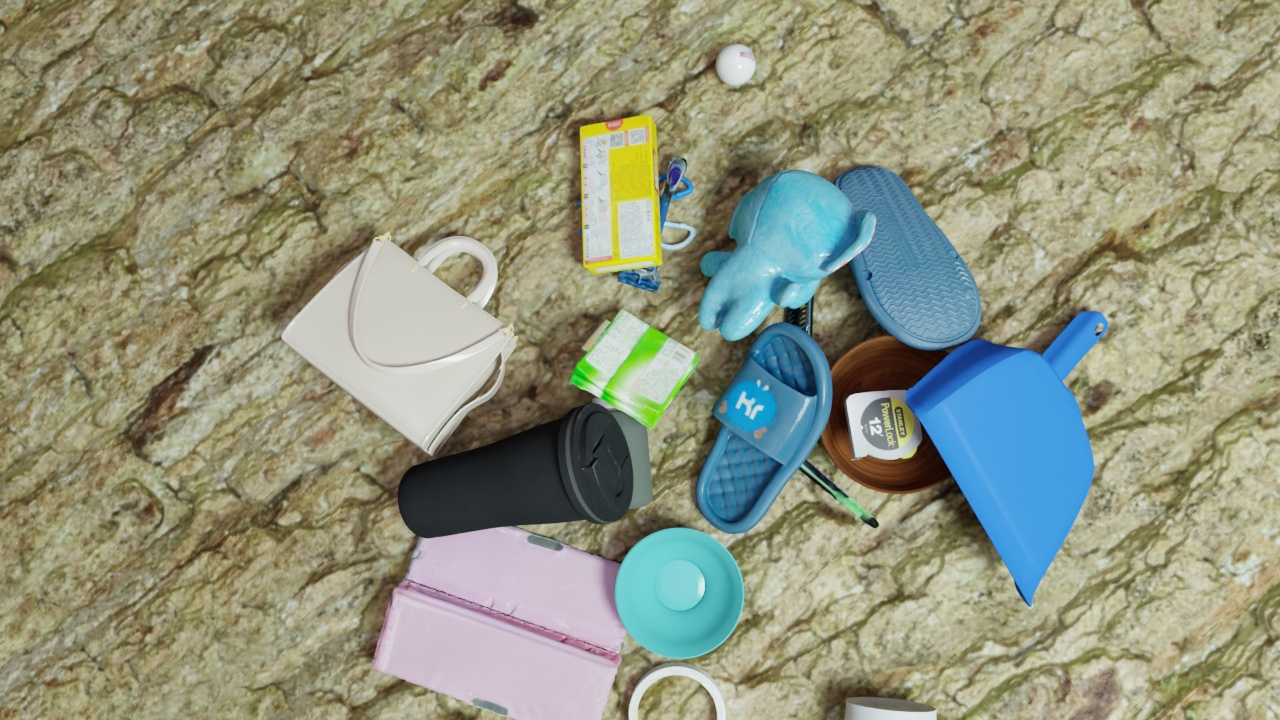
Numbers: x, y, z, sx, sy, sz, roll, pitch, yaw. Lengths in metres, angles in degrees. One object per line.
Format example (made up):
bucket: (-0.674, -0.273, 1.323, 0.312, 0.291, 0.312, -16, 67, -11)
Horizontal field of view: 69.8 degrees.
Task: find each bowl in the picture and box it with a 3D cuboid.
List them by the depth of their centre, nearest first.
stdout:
bowl: (0.239, 0.052, 0.876, 0.147, 0.069, 0.147, 0, 85, 4)
bowl: (0.038, 0.221, 0.887, 0.121, 0.046, 0.121, 0, 86, 3)

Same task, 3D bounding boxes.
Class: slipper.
slipper: (0.110, 0.069, 0.856, 0.104, 0.059, 0.214, 33, 110, 34)
slipper: (0.242, -0.097, 0.878, 0.103, 0.059, 0.213, -15, 62, -9)

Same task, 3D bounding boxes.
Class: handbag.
handbag: (-0.214, -0.037, 0.906, 0.194, 0.101, 0.197, 36, 77, 5)

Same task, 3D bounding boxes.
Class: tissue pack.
tissue pack: (-0.005, 0.005, 0.883, 0.099, 0.034, 0.113, 32, 46, 5)

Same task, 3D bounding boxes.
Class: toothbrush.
toothbrush: (0.161, 0.103, 0.908, 0.188, 0.017, 0.014, 40, 93, 2)

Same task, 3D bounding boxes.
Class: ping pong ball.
ping pong ball: (0.096, -0.298, 0.923, 0.040, 0.040, 0.040, 0, 86, 3)

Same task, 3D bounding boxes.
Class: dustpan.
dustpan: (0.365, 0.048, 0.839, 0.257, 0.059, 0.245, -43, 114, -16)

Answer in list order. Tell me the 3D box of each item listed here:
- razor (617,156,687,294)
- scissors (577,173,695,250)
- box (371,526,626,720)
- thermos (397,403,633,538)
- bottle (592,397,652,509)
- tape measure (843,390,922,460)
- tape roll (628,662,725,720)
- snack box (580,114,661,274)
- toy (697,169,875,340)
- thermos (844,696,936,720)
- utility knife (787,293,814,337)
razor: (0.017, -0.140, 0.917, 0.044, 0.018, 0.141, 18, 88, 3)
scissors: (-0.003, -0.139, 0.934, 0.132, 0.020, 0.097, -19, 82, 1)
box: (-0.129, 0.255, 0.896, 0.233, 0.051, 0.180, 17, 86, 5)
thermos: (-0.116, 0.112, 0.846, 0.219, 0.105, 0.106, -15, 85, 24)
bottle: (-0.021, 0.089, 0.894, 0.060, 0.060, 0.108, -5, 86, 3)
tape measure: (0.219, 0.059, 0.832, 0.065, 0.017, 0.064, -9, 85, 3)
tape roll: (0.036, 0.343, 0.893, 0.094, 0.019, 0.094, 0, 86, 4)
snack box: (-0.020, -0.165, 0.911, 0.075, 0.025, 0.152, -6, 77, 17)
toy: (0.131, -0.091, 0.862, 0.183, 0.115, 0.180, 29, 86, 50)
thermos: (0.225, 0.428, 0.830, 0.131, 0.131, 0.221, 3, 78, 3)
utility knife: (0.160, -0.076, 0.915, 0.029, 0.020, 0.186, 2, 87, 25)
